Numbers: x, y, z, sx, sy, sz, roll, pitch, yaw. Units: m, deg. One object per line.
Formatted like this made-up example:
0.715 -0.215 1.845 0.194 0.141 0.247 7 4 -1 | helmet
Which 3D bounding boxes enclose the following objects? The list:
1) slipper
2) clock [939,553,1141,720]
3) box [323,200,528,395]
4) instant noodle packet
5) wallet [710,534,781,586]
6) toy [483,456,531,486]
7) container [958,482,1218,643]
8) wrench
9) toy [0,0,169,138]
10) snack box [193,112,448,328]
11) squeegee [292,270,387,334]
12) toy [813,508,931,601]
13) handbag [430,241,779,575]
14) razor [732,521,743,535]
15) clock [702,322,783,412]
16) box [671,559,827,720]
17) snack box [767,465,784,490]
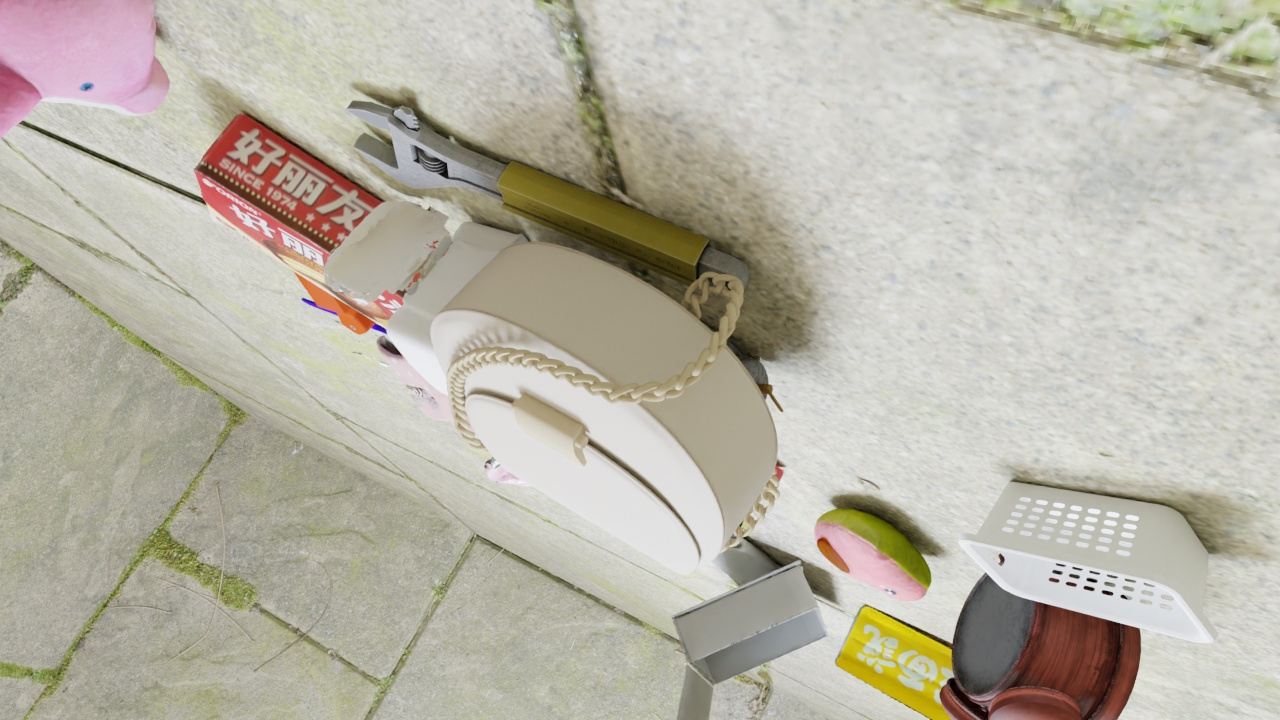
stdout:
-0.206 0.044 1.012 0.114 0.054 0.274 10 145 49 | slipper
0.268 0.210 0.630 0.072 0.157 0.121 24 162 -3 | clock
-0.150 -0.048 0.648 0.137 0.108 0.124 18 156 28 | box
0.335 0.387 1.128 0.163 0.084 0.221 23 167 23 | instant noodle packet
0.129 0.243 1.119 0.086 0.032 0.116 -4 142 41 | wallet
-0.055 0.071 0.788 0.105 0.131 0.205 48 176 -5 | toy
0.268 0.115 0.546 0.080 0.049 0.129 41 158 -32 | container
-0.061 -0.094 0.537 0.273 0.018 0.084 24 161 15 | wrench
-0.374 -0.224 0.512 0.128 0.186 0.265 -27 157 24 | toy
-0.226 -0.087 0.731 0.236 0.060 0.113 33 160 -10 | snack box
-0.288 -0.075 0.864 0.250 0.055 0.185 18 148 30 | squeegee
0.199 0.163 0.770 0.110 0.051 0.090 33 163 -12 | toy
-0.020 0.025 0.555 0.211 0.103 0.209 26 151 26 | handbag
0.051 0.157 0.976 0.141 0.052 0.064 -2 136 53 | razor
0.036 0.014 0.614 0.148 0.056 0.104 13 152 43 | clock
0.083 0.398 1.058 0.150 0.368 0.167 23 161 26 | box
0.049 0.069 0.792 0.133 0.021 0.089 35 161 -15 | snack box
